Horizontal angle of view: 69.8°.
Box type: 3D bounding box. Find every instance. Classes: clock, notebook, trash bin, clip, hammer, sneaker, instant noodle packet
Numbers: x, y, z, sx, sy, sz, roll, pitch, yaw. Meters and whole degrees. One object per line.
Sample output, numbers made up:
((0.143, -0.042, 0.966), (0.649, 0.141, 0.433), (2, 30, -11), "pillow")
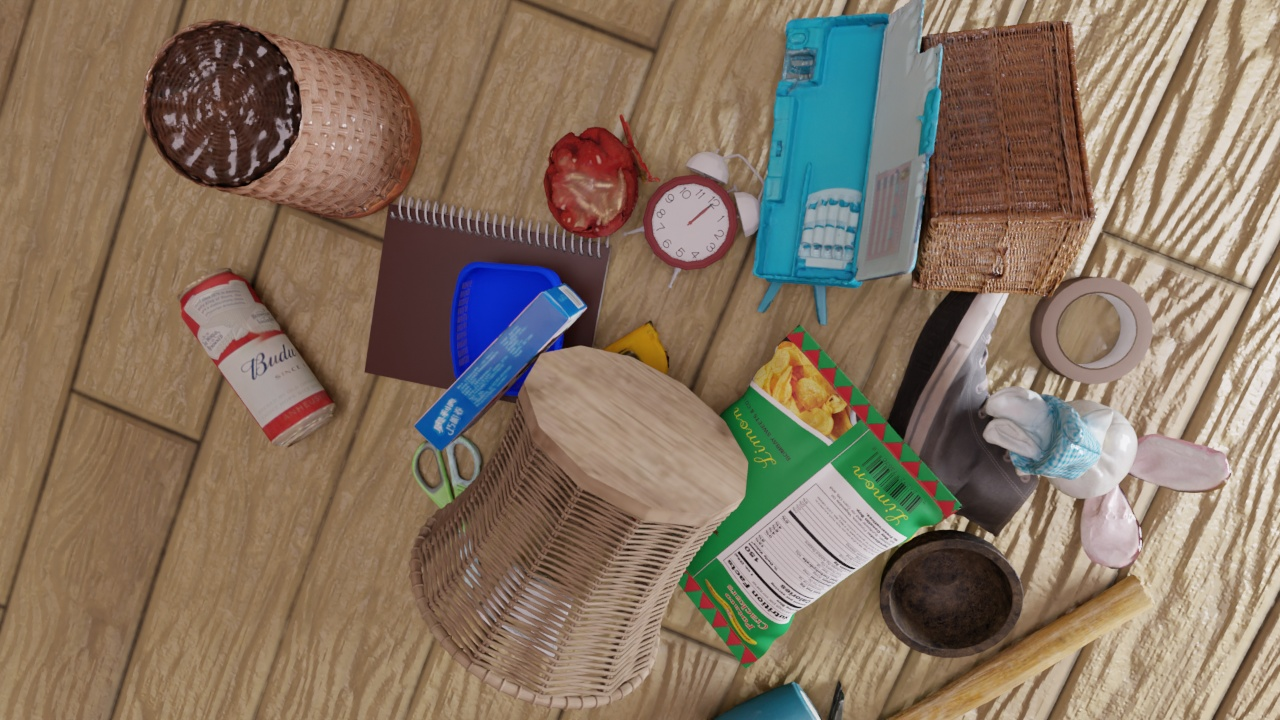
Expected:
((0.053, -0.130, 0.820), (0.125, 0.044, 0.087), (-40, 92, 9), "clock")
((-0.143, -0.052, 0.858), (0.209, 0.022, 0.172), (11, 99, 3), "notebook")
((-0.284, -0.197, 0.756), (0.151, 0.210, 0.151), (0, 97, 4), "trash bin")
((0.164, -0.093, 0.825), (0.113, 0.028, 0.127), (2, 97, 2), "clip")
((0.323, 0.298, 0.857), (0.331, 0.033, 0.132), (-34, 92, 7), "hammer")
((0.295, 0.035, 0.798), (0.120, 0.095, 0.235), (17, 95, 0), "sneaker")
((0.115, 0.125, 0.804), (0.253, 0.090, 0.195), (-46, 75, 25), "instant noodle packet")

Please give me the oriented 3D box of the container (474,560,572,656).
((-0.102, 0.223, 0.840), (0.081, 0.129, 0.049), (30, 80, 1), "container")

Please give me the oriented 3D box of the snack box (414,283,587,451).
((-0.112, 0.003, 0.748), (0.033, 0.088, 0.154), (45, 101, -2), "snack box")

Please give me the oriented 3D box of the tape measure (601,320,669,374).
((-0.005, 0.005, 0.848), (0.068, 0.030, 0.059), (-30, 91, 8), "tape measure")

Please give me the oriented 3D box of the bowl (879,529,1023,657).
((0.277, 0.202, 0.833), (0.121, 0.056, 0.121), (3, 110, 8), "bowl")

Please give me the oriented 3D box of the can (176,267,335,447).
((-0.358, -0.002, 0.857), (0.067, 0.067, 0.170), (-34, 93, 7), "can")

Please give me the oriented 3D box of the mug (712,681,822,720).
((0.126, 0.364, 0.862), (0.104, 0.084, 0.112), (-35, 121, 2), "mug")

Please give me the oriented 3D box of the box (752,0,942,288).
((0.180, -0.175, 0.751), (0.073, 0.181, 0.227), (9, 89, -39), "box")

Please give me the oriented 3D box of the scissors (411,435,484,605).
((-0.179, 0.159, 0.891), (0.072, 0.033, 0.175), (-9, 92, 2), "scissors")

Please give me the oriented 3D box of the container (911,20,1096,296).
((0.277, -0.157, 0.729), (0.113, 0.114, 0.198), (1, 65, 8), "container")

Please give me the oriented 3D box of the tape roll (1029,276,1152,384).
((0.397, -0.027, 0.811), (0.094, 0.030, 0.094), (1, 97, 5), "tape roll")

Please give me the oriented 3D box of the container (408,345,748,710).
((-0.043, 0.124, 0.735), (0.227, 0.226, 0.197), (30, 117, 1), "container")

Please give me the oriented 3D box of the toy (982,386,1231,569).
((0.340, 0.071, 0.733), (0.205, 0.105, 0.131), (24, 113, -23), "toy")

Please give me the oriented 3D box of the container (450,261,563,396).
((-0.115, -0.030, 0.818), (0.096, 0.058, 0.114), (5, 100, 4), "container")

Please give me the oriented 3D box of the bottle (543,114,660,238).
((-0.034, -0.156, 0.790), (0.099, 0.111, 0.099), (1, 97, 5), "bottle")
